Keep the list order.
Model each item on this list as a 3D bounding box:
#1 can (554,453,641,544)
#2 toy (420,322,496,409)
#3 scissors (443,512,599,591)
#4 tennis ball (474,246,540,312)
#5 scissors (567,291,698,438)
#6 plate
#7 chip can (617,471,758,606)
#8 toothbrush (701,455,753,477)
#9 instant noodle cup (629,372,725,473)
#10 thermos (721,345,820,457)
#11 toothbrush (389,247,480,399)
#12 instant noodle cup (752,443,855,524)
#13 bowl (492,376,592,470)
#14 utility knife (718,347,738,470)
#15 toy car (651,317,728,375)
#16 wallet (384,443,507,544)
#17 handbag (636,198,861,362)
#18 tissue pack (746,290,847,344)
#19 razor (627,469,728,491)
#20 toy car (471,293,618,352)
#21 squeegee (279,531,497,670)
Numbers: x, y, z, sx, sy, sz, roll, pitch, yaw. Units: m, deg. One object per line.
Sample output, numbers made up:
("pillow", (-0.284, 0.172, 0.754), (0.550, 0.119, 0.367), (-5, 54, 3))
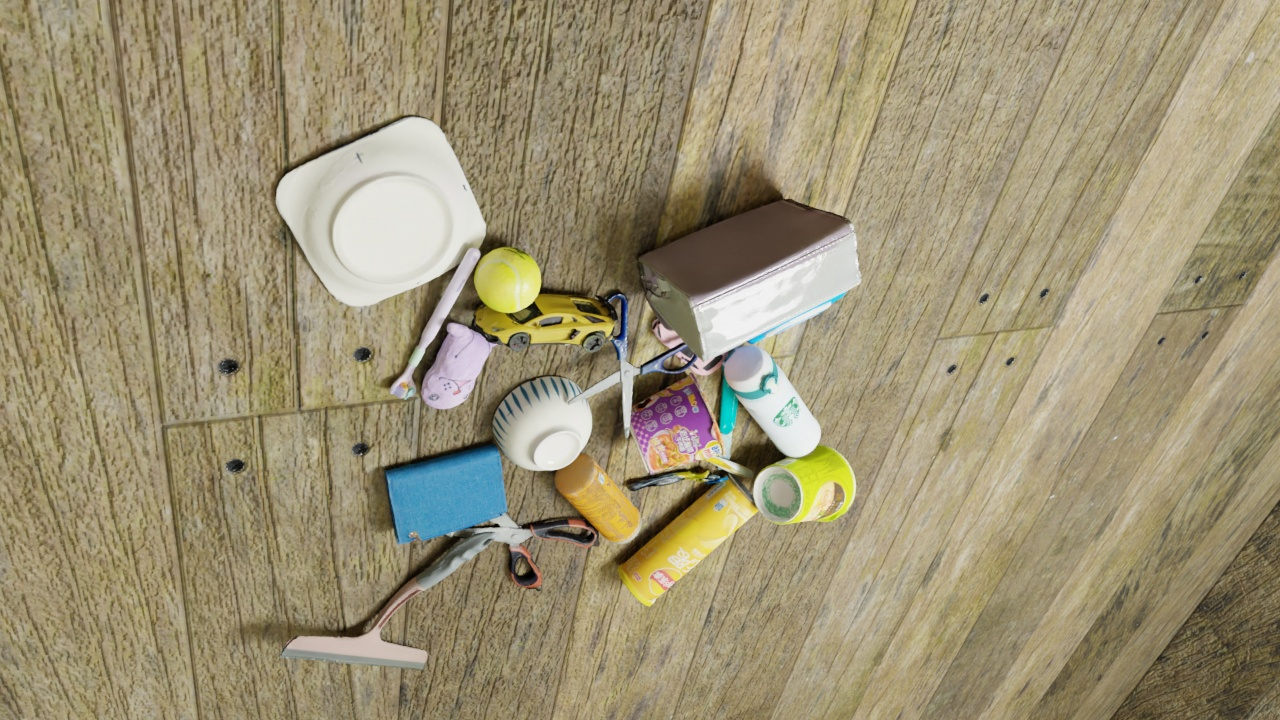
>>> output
("can", (-0.052, 0.179, 1.171), (0.058, 0.058, 0.146), (-36, 135, -1))
("toy", (-0.190, 0.007, 0.966), (0.083, 0.039, 0.108), (6, 121, -48))
("scissors", (-0.147, 0.233, 1.187), (0.189, 0.015, 0.227), (-19, 132, -12))
("tennis ball", (-0.132, -0.080, 0.912), (0.065, 0.065, 0.066), (-16, 131, -19))
("scissors", (-0.007, 0.005, 1.045), (0.162, 0.012, 0.173), (-6, 104, -20))
("plate", (-0.229, -0.126, 0.841), (0.164, 0.034, 0.164), (-28, 135, -8))
("chip can", (0.068, 0.250, 1.292), (0.213, 0.072, 0.072), (-43, 135, 5))
("toothbrush", (0.089, 0.133, 1.238), (0.191, 0.018, 0.016), (25, 121, -36))
("instant noodle cup", (0.038, 0.082, 1.120), (0.099, 0.111, 0.112), (-20, 133, -3))
("thermos", (0.171, 0.054, 1.172), (0.073, 0.073, 0.224), (-39, 142, 3))
("toothbrush", (-0.207, -0.036, 0.927), (0.029, 0.021, 0.190), (8, 125, -42))
("instant noodle cup", (0.219, 0.178, 1.270), (0.123, 0.111, 0.112), (-4, 129, -51))
("bowl", (-0.106, 0.083, 1.057), (0.116, 0.066, 0.117), (-16, 132, -19))
("utility knife", (0.114, 0.066, 1.210), (0.029, 0.013, 0.223), (-14, 131, -17))
("toy car", (0.063, -0.022, 1.094), (0.056, 0.037, 0.122), (-44, 133, 6))
("wallet", (-0.224, 0.156, 1.067), (0.133, 0.040, 0.106), (-13, 122, -20))
("handbag", (0.114, -0.095, 0.988), (0.196, 0.145, 0.098), (-25, 129, -12))
("tissue pack", (0.172, -0.065, 1.085), (0.157, 0.052, 0.095), (-25, 173, -11))
("razor", (0.047, 0.161, 1.243), (0.142, 0.022, 0.043), (-3, 170, -25))
("toy car", (-0.098, -0.042, 0.958), (0.155, 0.071, 0.041), (-2, 127, -28))
("squeegee", (-0.273, 0.285, 1.139), (0.250, 0.040, 0.247), (-42, 145, 8))
